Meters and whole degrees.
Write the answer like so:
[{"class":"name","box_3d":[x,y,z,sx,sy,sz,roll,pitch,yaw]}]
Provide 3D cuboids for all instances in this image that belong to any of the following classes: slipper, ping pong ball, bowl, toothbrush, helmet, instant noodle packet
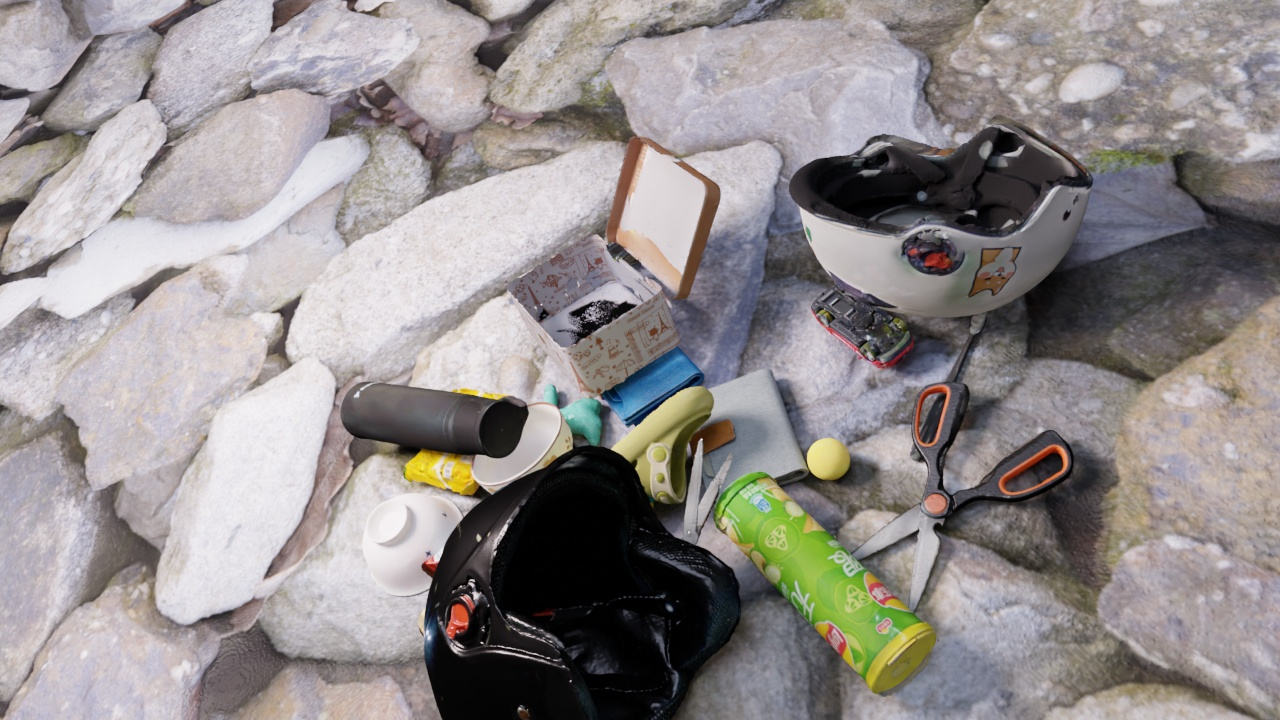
[{"class":"slipper","box_3d":[0.011,0.108,0.900,0.191,0.091,0.081,-45,71,11]},{"class":"ping pong ball","box_3d":[0.180,0.094,0.878,0.040,0.040,0.040,-12,52,15]},{"class":"bowl","box_3d":[-0.115,0.104,0.969,0.114,0.062,0.113,-26,34,19]},{"class":"toothbrush","box_3d":[0.302,0.022,0.896,0.016,0.018,0.180,21,68,26]},{"class":"helmet","box_3d":[-0.068,0.211,0.764,0.231,0.232,0.274,-10,92,36]},{"class":"instant noodle packet","box_3d":[-0.200,0.092,1.043,0.111,0.044,0.128,5,55,34]},{"class":"bowl","box_3d":[-0.256,0.185,0.986,0.118,0.065,0.118,-12,51,15]},{"class":"helmet","box_3d":[0.292,-0.125,0.906,0.274,0.157,0.229,-11,32,4]}]

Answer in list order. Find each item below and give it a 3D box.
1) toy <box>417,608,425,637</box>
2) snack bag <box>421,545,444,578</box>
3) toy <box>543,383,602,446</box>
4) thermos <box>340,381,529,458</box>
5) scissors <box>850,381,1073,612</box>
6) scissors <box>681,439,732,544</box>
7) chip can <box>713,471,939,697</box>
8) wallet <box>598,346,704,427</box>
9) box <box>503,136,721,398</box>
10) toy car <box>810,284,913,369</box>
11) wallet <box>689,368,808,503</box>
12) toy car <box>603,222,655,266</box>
[{"class":"toy","box_3d":[-0.151,0.226,0.904,0.157,0.066,0.105,-39,24,3]},{"class":"snack bag","box_3d":[-0.182,0.191,0.959,0.105,0.045,0.026,-46,28,-5]},{"class":"toy","box_3d":[-0.086,0.062,1.026,0.092,0.030,0.096,-11,50,13]},{"class":"thermos","box_3d":[-0.224,0.061,1.009,0.243,0.068,0.089,4,22,39]},{"class":"scissors","box_3d":[0.278,0.113,0.833,0.221,0.022,0.224,-18,56,13]},{"class":"scissors","box_3d":[0.047,0.168,0.849,0.163,0.014,0.166,-34,68,27]},{"class":"chip can","box_3d":[0.153,0.186,0.802,0.072,0.072,0.221,-40,50,-8]},{"class":"wallet","box_3d":[-0.006,0.006,1.028,0.106,0.040,0.133,-33,48,-7]},{"class":"box","box_3d":[-0.019,-0.101,1.015,0.272,0.130,0.179,-53,41,8]},{"class":"toy car","box_3d":[0.229,-0.033,0.947,0.053,0.045,0.120,-39,44,-5]},{"class":"wallet","box_3d":[0.100,0.075,0.930,0.107,0.037,0.129,-20,50,8]},{"class":"toy car","box_3d":[-0.015,-0.138,1.138,0.090,0.035,0.042,-35,48,-3]}]
